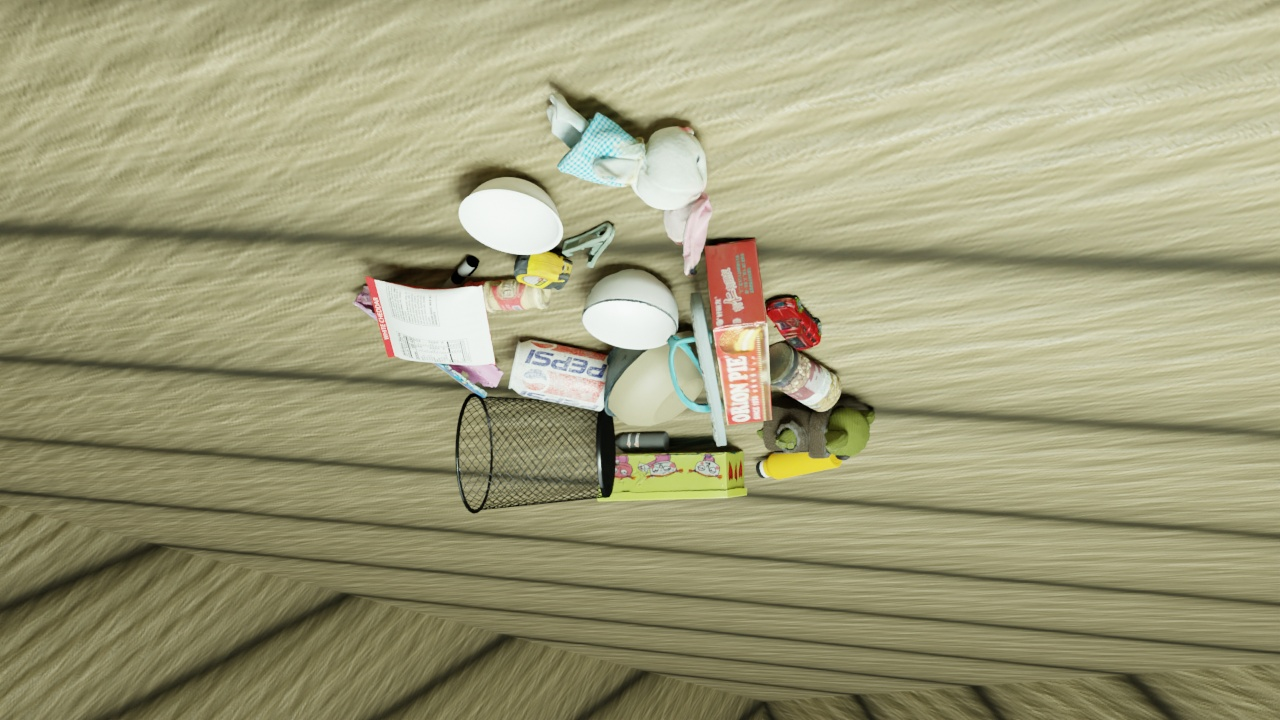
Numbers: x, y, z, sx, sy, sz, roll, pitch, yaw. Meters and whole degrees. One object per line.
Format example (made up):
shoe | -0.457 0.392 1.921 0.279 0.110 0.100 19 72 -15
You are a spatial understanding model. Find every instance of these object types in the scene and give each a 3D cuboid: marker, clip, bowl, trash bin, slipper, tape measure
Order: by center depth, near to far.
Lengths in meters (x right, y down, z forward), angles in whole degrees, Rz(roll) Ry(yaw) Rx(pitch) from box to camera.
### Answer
bowl | -0.133 -0.161 0.972 0.110 0.040 0.110 7 152 3
clip | -0.052 -0.132 1.025 0.059 0.023 0.076 23 150 -28
tape measure | -0.114 -0.108 1.065 0.064 0.037 0.066 14 169 -11
slipper | 0.065 0.011 1.085 0.055 0.098 0.269 -8 146 7
bowl | -0.010 -0.066 1.089 0.113 0.063 0.114 6 152 3
marker | -0.238 -0.094 1.150 0.016 0.016 0.141 23 149 -25
bowl | 0.034 0.034 1.180 0.152 0.050 0.152 -33 155 -17
bowl | -0.007 0.007 1.210 0.137 0.057 0.137 -33 155 -17
trash bin | -0.152 0.139 1.400 0.210 0.183 0.184 -2 151 7

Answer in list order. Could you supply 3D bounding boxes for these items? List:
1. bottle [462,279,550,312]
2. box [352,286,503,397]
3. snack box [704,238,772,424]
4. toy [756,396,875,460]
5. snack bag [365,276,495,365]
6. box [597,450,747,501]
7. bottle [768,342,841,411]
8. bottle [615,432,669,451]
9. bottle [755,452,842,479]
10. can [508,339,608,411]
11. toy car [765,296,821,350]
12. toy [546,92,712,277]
bottle | -0.165 -0.080 1.129 0.109 0.044 0.044 -3 150 20
box | -0.288 -0.020 1.247 0.085 0.053 0.230 7 156 36
snack box | 0.116 -0.026 1.070 0.060 0.113 0.237 -7 150 5
toy | 0.240 0.096 1.269 0.153 0.078 0.178 6 -165 31
snack bag | -0.257 -0.045 1.133 0.144 0.039 0.131 4 133 7
box | 0.052 0.186 1.482 0.221 0.080 0.124 -2 175 19
bottle | 0.210 0.023 1.201 0.105 0.056 0.056 28 146 -32
bottle | -0.011 0.133 1.491 0.113 0.030 0.030 -3 150 21
bottle | 0.248 0.161 1.459 0.144 0.043 0.043 -20 141 41
can | -0.107 0.020 1.259 0.136 0.078 0.078 12 152 -6
toy car | 0.185 -0.045 1.109 0.042 0.036 0.091 -12 140 34
toy | 0.000 -0.189 0.863 0.205 0.131 0.106 37 104 -19
